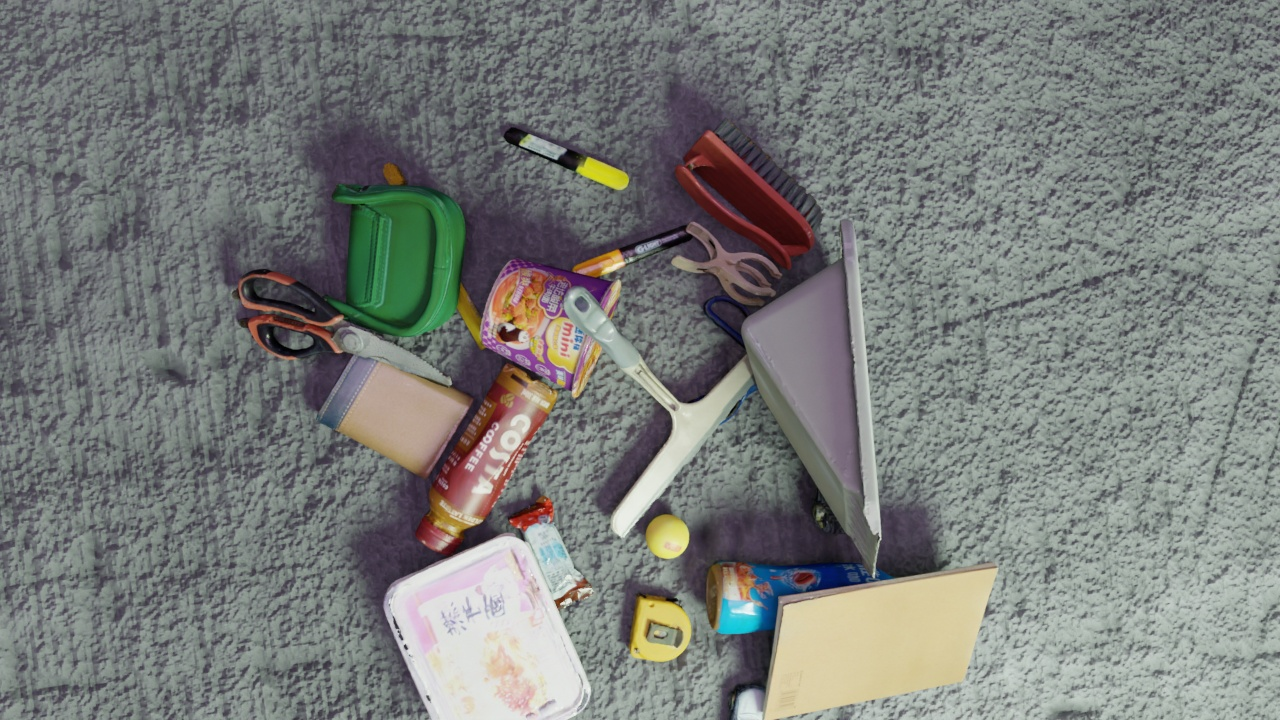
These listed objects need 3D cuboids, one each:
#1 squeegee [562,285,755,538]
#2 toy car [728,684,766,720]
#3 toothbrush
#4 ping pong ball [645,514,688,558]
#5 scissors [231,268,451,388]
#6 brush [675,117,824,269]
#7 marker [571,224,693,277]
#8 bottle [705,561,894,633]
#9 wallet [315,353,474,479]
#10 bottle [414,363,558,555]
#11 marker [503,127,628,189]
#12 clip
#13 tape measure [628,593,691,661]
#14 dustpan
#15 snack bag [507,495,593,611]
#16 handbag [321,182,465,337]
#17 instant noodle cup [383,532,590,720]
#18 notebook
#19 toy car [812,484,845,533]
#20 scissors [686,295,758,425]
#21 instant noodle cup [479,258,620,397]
[{"bbox_3d":[-0.005,0.005,0.783,0.246,0.039,0.246,-49,137,-5],"label":"squeegee"},{"bbox_3d":[0.101,0.351,0.861,0.043,0.034,0.090,9,87,-3],"label":"toy car"},{"bbox_3d":[-0.186,-0.096,0.841,0.015,0.016,0.190,-29,92,-5],"label":"toothbrush"},{"bbox_3d":[0.025,0.163,0.850,0.040,0.040,0.040,0,89,-6],"label":"ping pong ball"},{"bbox_3d":[-0.259,-0.009,0.795,0.177,0.015,0.210,-36,95,30],"label":"scissors"},{"bbox_3d":[0.102,-0.149,0.851,0.146,0.063,0.069,41,74,-6],"label":"brush"},{"bbox_3d":[-0.006,-0.101,0.862,0.123,0.015,0.018,-22,98,-8],"label":"marker"},{"bbox_3d":[0.173,0.221,0.853,0.218,0.065,0.065,3,89,-7],"label":"bottle"},{"bbox_3d":[-0.221,0.043,0.830,0.115,0.033,0.090,30,89,-6],"label":"wallet"},{"bbox_3d":[-0.141,0.090,0.824,0.057,0.057,0.175,31,86,-5],"label":"bottle"},{"bbox_3d":[-0.069,-0.189,0.857,0.124,0.015,0.018,22,86,-3],"label":"marker"},{"bbox_3d":[0.081,-0.088,0.856,0.100,0.035,0.076,25,67,-7],"label":"clip"},{"bbox_3d":[0.018,0.251,0.854,0.057,0.029,0.060,10,89,-7],"label":"tape measure"},{"bbox_3d":[0.183,0.021,0.766,0.142,0.223,0.257,-31,66,1],"label":"dustpan"},{"bbox_3d":[-0.083,0.179,0.845,0.045,0.026,0.105,-25,93,-15],"label":"snack bag"},{"bbox_3d":[-0.218,-0.089,0.802,0.120,0.068,0.131,7,99,6],"label":"handbag"},{"bbox_3d":[-0.136,0.251,0.822,0.138,0.060,0.173,-23,91,-6],"label":"instant noodle cup"},{"bbox_3d":[0.216,0.258,0.836,0.211,0.012,0.150,-5,120,-14],"label":"notebook"},{"bbox_3d":[0.187,0.111,0.872,0.049,0.031,0.105,2,86,-6],"label":"toy car"},{"bbox_3d":[0.113,0.008,0.876,0.175,0.012,0.162,-28,93,-8],"label":"scissors"},{"bbox_3d":[-0.082,-0.035,0.811,0.099,0.111,0.111,20,87,2],"label":"instant noodle cup"}]
